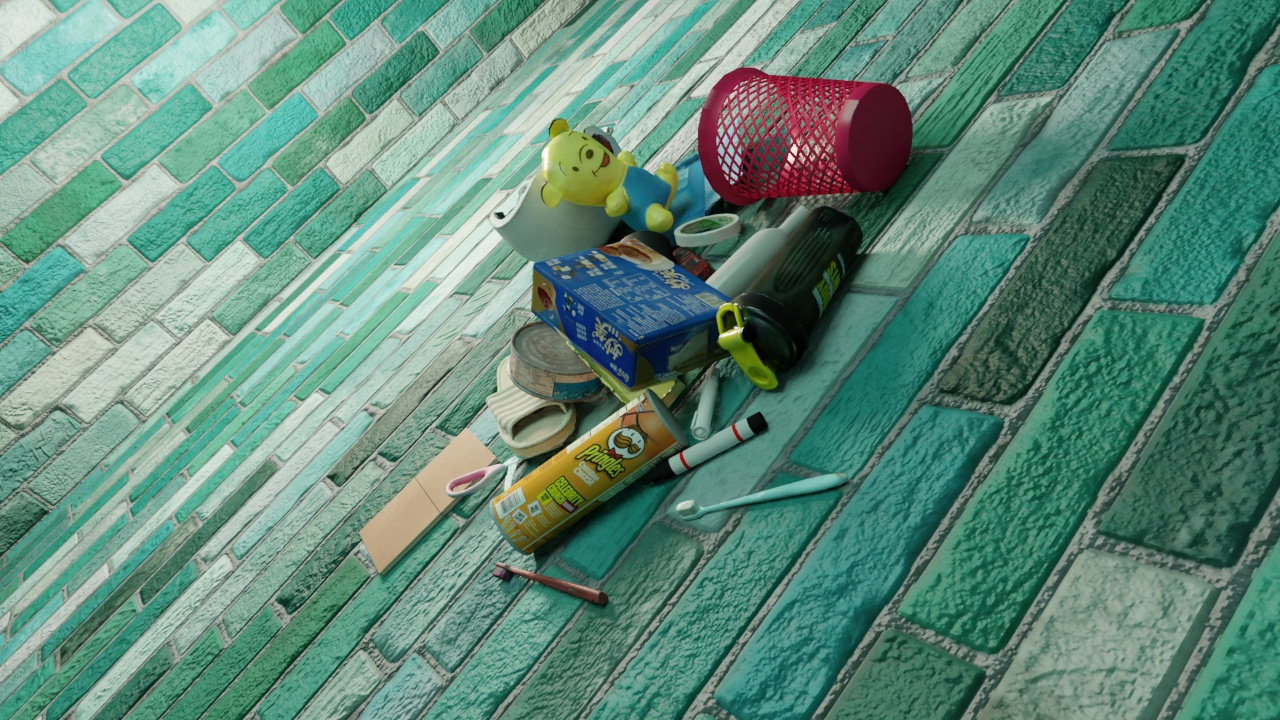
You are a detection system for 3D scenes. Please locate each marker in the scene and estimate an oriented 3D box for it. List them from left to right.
[{"bbox_3d":[0.064,0.094,0.953,0.146,0.019,0.019,-30,29,18],"label":"marker"},{"bbox_3d":[0.072,0.042,0.998,0.017,0.020,0.133,-51,9,30],"label":"marker"}]

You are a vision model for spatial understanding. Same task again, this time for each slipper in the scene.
[{"bbox_3d":[-0.151,0.042,1.240,0.114,0.054,0.272,-31,27,-1],"label":"slipper"}]

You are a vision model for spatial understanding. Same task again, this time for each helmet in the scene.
[{"bbox_3d":[-0.108,-0.262,1.523,0.237,0.163,0.263,-26,20,48],"label":"helmet"}]

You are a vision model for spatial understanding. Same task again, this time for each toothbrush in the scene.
[{"bbox_3d":[-0.099,0.232,0.954,0.190,0.016,0.016,-1,51,49],"label":"toothbrush"},{"bbox_3d":[0.110,0.126,0.858,0.181,0.016,0.016,-18,34,33],"label":"toothbrush"}]

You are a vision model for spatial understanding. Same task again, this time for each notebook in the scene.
[{"bbox_3d":[-0.293,0.188,1.259,0.209,0.008,0.141,-45,28,-10],"label":"notebook"}]

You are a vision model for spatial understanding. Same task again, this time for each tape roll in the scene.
[{"bbox_3d":[0.094,-0.182,1.284,0.094,0.018,0.093,-13,21,5],"label":"tape roll"}]

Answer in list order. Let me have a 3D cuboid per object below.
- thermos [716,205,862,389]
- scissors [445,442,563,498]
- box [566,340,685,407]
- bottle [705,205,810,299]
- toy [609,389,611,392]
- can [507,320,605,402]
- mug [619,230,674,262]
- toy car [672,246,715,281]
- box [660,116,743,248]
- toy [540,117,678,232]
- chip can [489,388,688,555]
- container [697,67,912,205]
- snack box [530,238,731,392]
[{"bbox_3d":[0.165,-0.077,1.005,0.098,0.098,0.220,-2,42,49],"label":"thermos"},{"bbox_3d":[-0.173,0.124,1.184,0.171,0.013,0.172,-23,27,17],"label":"scissors"},{"bbox_3d":[-0.026,-0.007,1.090,0.077,0.090,0.188,-39,46,-8],"label":"box"},{"bbox_3d":[0.139,-0.118,1.136,0.195,0.052,0.052,-45,28,-9],"label":"bottle"},{"bbox_3d":[-0.007,0.007,1.144,0.084,0.046,0.103,-50,22,10],"label":"toy"},{"bbox_3d":[-0.105,-0.001,1.185,0.130,0.044,0.129,8,32,-5],"label":"can"},{"bbox_3d":[0.004,-0.107,1.249,0.114,0.078,0.087,119,149,-48],"label":"mug"},{"bbox_3d":[0.069,-0.128,1.258,0.042,0.036,0.091,-38,34,1],"label":"toy car"},{"bbox_3d":[0.098,-0.275,1.422,0.177,0.047,0.231,-34,28,27],"label":"box"},{"bbox_3d":[-0.050,-0.262,1.358,0.084,0.214,0.148,117,170,-49],"label":"toy"},{"bbox_3d":[-0.057,0.122,0.999,0.215,0.075,0.075,-36,28,8],"label":"chip can"},{"bbox_3d":[0.217,-0.286,1.178,0.226,0.183,0.182,17,60,49],"label":"container"},{"bbox_3d":[-0.008,-0.060,1.061,0.154,0.069,0.203,-20,40,-33],"label":"snack box"}]
